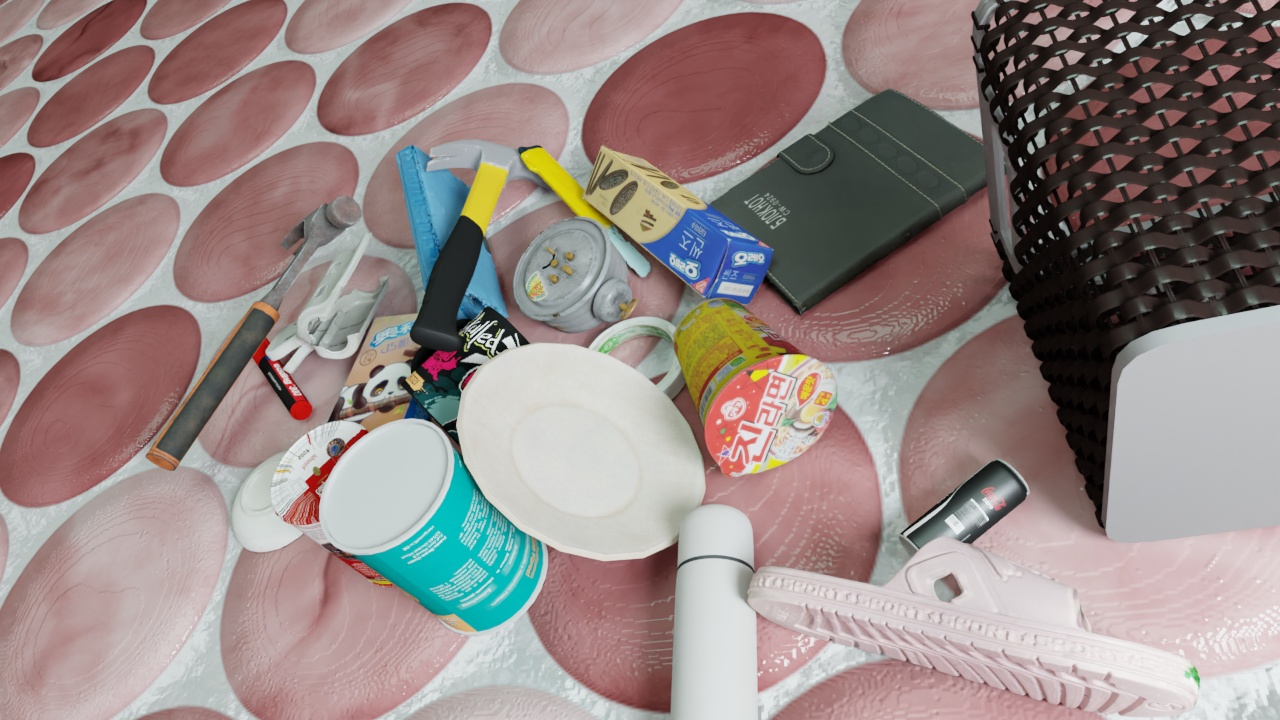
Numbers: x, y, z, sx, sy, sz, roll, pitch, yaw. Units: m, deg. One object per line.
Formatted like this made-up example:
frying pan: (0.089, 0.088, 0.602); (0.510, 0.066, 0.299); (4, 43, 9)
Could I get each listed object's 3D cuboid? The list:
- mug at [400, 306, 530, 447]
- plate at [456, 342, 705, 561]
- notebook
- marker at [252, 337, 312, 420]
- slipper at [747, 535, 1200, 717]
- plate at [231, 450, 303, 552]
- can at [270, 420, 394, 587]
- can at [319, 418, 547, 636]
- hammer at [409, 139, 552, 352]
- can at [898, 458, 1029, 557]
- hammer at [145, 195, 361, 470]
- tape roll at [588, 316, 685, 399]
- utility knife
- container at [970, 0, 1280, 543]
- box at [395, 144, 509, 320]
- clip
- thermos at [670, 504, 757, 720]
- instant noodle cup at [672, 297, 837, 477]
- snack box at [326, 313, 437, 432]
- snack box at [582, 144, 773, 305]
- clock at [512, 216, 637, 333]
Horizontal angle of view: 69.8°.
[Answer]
mug: (-0.148, 0.008, 0.787); (0.098, 0.082, 0.118); (-44, 50, -11)
plate: (-0.043, 0.066, 0.664); (0.188, 0.027, 0.188); (17, 43, -17)
notebook: (0.177, -0.146, 0.789); (0.209, 0.029, 0.169); (-33, 47, -3)
marker: (-0.365, 0.017, 0.930); (0.023, 0.021, 0.145); (-38, 47, -16)
slipper: (0.177, 0.138, 0.518); (0.240, 0.094, 0.064); (4, 61, 33)
plate: (-0.330, 0.120, 0.827); (0.104, 0.026, 0.104); (-14, 49, 16)
can: (-0.215, 0.113, 0.713); (0.087, 0.116, 0.086); (-13, 50, 16)
can: (-0.142, 0.122, 0.652); (0.099, 0.144, 0.099); (-13, 50, 16)
hammer: (-0.155, -0.117, 0.834); (0.127, 0.029, 0.322); (16, 38, -9)
can: (0.204, 0.098, 0.578); (0.080, 0.031, 0.031); (-37, 47, -5)
hammer: (-0.397, -0.030, 0.928); (0.138, 0.035, 0.313); (-11, 46, 48)
tape roll: (-0.005, 0.004, 0.764); (0.094, 0.018, 0.093); (-13, 50, 16)
utility knife: (-0.055, -0.148, 0.883); (0.030, 0.019, 0.217); (-26, 53, -24)
container: (0.340, -0.068, 0.501); (0.246, 0.247, 0.243); (-12, 53, 17)
box: (-0.187, -0.125, 0.906); (0.054, 0.093, 0.231); (-27, 46, 5)
clip: (-0.297, -0.039, 0.909); (0.153, 0.099, 0.126); (-53, 17, 26)
thermos: (0.046, 0.195, 0.564); (0.052, 0.052, 0.223); (-10, 51, 19)
instant noodle cup: (0.075, 0.008, 0.676); (0.100, 0.100, 0.112); (-30, 39, 2)
snack box: (-0.229, 0.024, 0.848); (0.087, 0.034, 0.151); (-3, 53, 24)
snack box: (0.028, -0.123, 0.808); (0.207, 0.056, 0.057); (44, 118, 42)
clock: (-0.053, -0.070, 0.812); (0.148, 0.056, 0.104); (31, 85, 39)
